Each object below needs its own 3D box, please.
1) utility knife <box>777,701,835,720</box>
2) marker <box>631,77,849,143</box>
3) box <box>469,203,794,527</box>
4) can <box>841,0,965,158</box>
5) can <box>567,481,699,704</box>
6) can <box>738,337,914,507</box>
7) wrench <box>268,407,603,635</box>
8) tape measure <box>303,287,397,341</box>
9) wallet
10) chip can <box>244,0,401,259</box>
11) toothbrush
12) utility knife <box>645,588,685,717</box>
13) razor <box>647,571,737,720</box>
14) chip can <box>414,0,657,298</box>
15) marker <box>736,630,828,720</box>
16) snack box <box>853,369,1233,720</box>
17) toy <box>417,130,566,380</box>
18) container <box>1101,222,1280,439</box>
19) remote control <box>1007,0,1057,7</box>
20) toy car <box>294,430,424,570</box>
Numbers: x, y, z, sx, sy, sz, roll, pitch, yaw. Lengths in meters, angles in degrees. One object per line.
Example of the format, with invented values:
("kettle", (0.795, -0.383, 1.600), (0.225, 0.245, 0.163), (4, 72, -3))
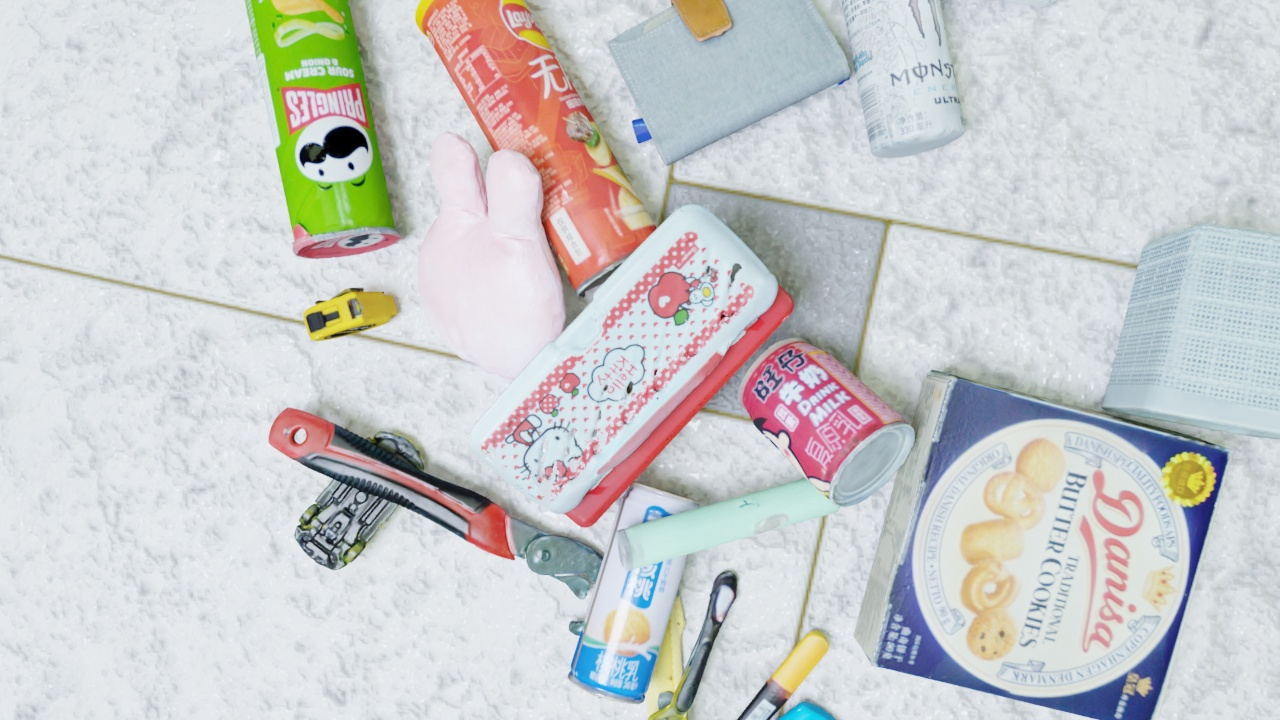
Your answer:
("utility knife", (0.034, 0.307, 0.617), (0.234, 0.018, 0.034), (-38, 102, 4))
("marker", (0.066, -0.172, 0.609), (0.146, 0.017, 0.017), (-14, 89, 8))
("box", (-0.004, 0.003, 0.574), (0.100, 0.110, 0.201), (43, 97, -3))
("can", (0.160, -0.204, 0.573), (0.058, 0.058, 0.146), (-11, 90, 8))
("can", (-0.003, 0.150, 0.601), (0.053, 0.053, 0.134), (16, 84, 8))
("can", (0.112, 0.036, 0.567), (0.066, 0.066, 0.094), (-48, 53, 7))
("wrench", (-0.129, 0.106, 0.628), (0.273, 0.016, 0.056), (30, 84, -2))
("tape measure", (-0.203, -0.034, 0.632), (0.057, 0.060, 0.029), (-17, 91, 14))
("wallet", (0.053, -0.198, 0.590), (0.130, 0.037, 0.106), (-25, 72, 5))
("chip can", (-0.223, -0.191, 0.624), (0.072, 0.072, 0.236), (-12, 89, 8))
("toothbrush", (0.093, 0.092, 0.580), (0.224, 0.027, 0.026), (-13, 132, -11))
("utility knife", (0.021, 0.248, 0.632), (0.031, 0.021, 0.201), (-4, 96, 9))
("razor", (0.035, 0.209, 0.613), (0.042, 0.022, 0.142), (24, 85, -10))
("chip can", (-0.065, -0.150, 0.601), (0.073, 0.073, 0.216), (-31, 87, 8))
("marker", (0.085, 0.231, 0.620), (0.018, 0.015, 0.124), (36, 99, 0))
("snack box", (0.244, 0.115, 0.563), (0.182, 0.046, 0.178), (14, 93, -2))
("toy", (-0.097, -0.064, 0.592), (0.121, 0.054, 0.160), (24, 126, 26))
("container", (0.339, -0.016, 0.539), (0.090, 0.090, 0.111), (10, 90, 8))
("remote control", (0.203, -0.244, 0.552), (0.124, 0.024, 0.049), (-3, 87, -27))
("toy car", (-0.196, 0.098, 0.648), (0.048, 0.032, 0.105), (38, 85, 0))
